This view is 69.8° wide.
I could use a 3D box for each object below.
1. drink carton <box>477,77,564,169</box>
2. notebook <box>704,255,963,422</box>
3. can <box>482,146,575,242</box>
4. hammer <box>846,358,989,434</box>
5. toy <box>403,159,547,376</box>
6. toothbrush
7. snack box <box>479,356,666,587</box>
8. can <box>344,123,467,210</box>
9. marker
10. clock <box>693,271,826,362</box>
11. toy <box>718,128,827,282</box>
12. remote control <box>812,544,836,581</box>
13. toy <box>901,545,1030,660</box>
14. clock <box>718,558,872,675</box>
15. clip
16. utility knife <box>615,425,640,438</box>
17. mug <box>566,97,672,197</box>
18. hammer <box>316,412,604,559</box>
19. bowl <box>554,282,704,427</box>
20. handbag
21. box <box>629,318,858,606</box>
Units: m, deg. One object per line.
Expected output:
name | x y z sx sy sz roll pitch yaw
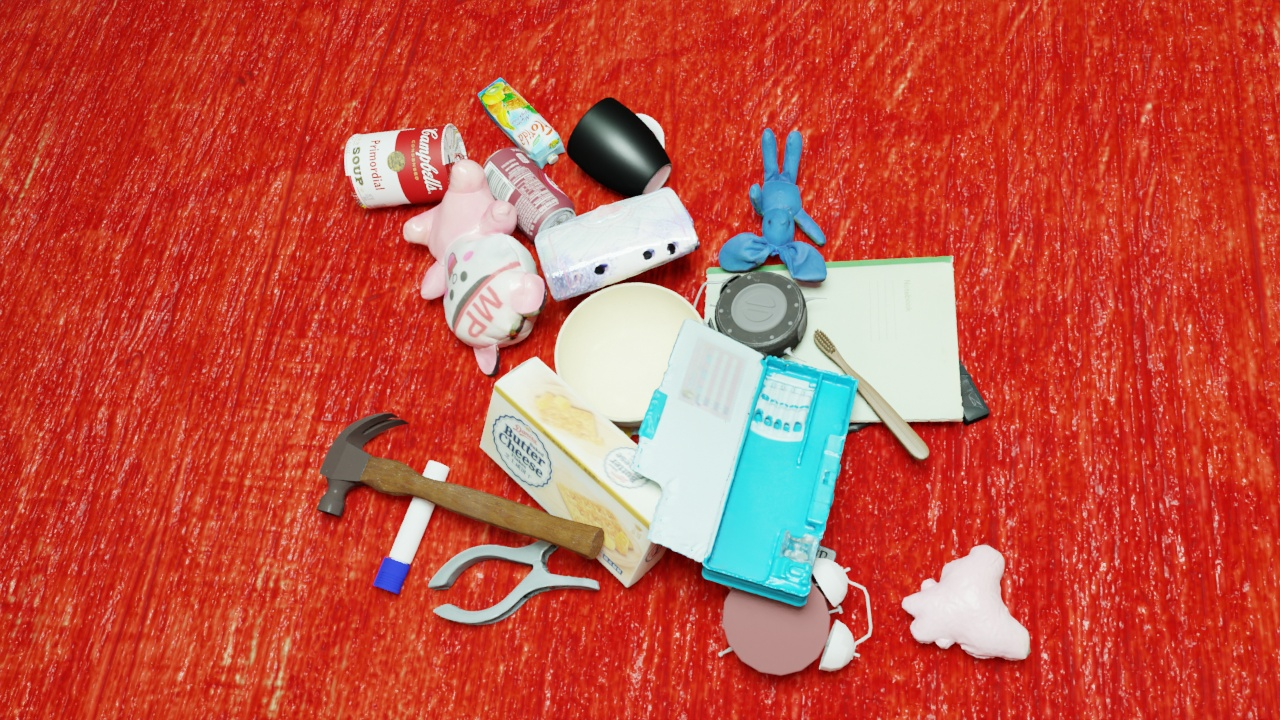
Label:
drink carton | -0.141 -0.280 1.087 0.044 0.038 0.129 -39 66 -7
notebook | 0.186 -0.022 0.923 0.253 0.010 0.181 -1 64 14
can | -0.127 -0.185 1.030 0.063 0.063 0.114 -39 66 -7
hammer | 0.167 0.072 0.897 0.325 0.015 0.095 -22 65 1
toy | -0.171 -0.102 0.986 0.142 0.084 0.213 -43 61 23
toothbrush | 0.217 0.030 0.873 0.016 0.016 0.166 -34 61 -4
snack box | -0.056 0.103 0.860 0.208 0.104 0.057 40 48 17
can | -0.268 -0.223 1.060 0.116 0.087 0.086 -4 67 8
marker | -0.230 0.167 0.925 0.027 0.023 0.133 5 67 36
clock | 0.117 -0.043 0.921 0.123 0.044 0.091 13 68 22
toy | 0.140 -0.156 0.966 0.113 0.071 0.176 1 71 8
remote control | 0.105 0.173 0.862 0.150 0.022 0.047 21 72 16
toy | 0.278 0.216 0.794 0.096 0.053 0.099 -14 66 7
clock | 0.132 0.225 0.807 0.138 0.048 0.096 -6 83 11
clip | -0.119 0.222 0.880 0.163 0.028 0.107 -21 67 2
utility knife | -0.071 0.069 0.942 0.163 0.017 0.030 -2 76 6
mug | -0.008 -0.237 1.030 0.100 0.085 0.118 41 49 10
hammer | -0.180 0.131 0.889 0.323 0.033 0.115 12 72 26
bowl | -0.005 0.005 0.920 0.151 0.075 0.150 -3 63 6
handbag | -0.026 -0.123 0.949 0.158 0.069 0.126 -19 23 0
box | 0.088 0.085 0.822 0.185 0.056 0.226 20 57 3
